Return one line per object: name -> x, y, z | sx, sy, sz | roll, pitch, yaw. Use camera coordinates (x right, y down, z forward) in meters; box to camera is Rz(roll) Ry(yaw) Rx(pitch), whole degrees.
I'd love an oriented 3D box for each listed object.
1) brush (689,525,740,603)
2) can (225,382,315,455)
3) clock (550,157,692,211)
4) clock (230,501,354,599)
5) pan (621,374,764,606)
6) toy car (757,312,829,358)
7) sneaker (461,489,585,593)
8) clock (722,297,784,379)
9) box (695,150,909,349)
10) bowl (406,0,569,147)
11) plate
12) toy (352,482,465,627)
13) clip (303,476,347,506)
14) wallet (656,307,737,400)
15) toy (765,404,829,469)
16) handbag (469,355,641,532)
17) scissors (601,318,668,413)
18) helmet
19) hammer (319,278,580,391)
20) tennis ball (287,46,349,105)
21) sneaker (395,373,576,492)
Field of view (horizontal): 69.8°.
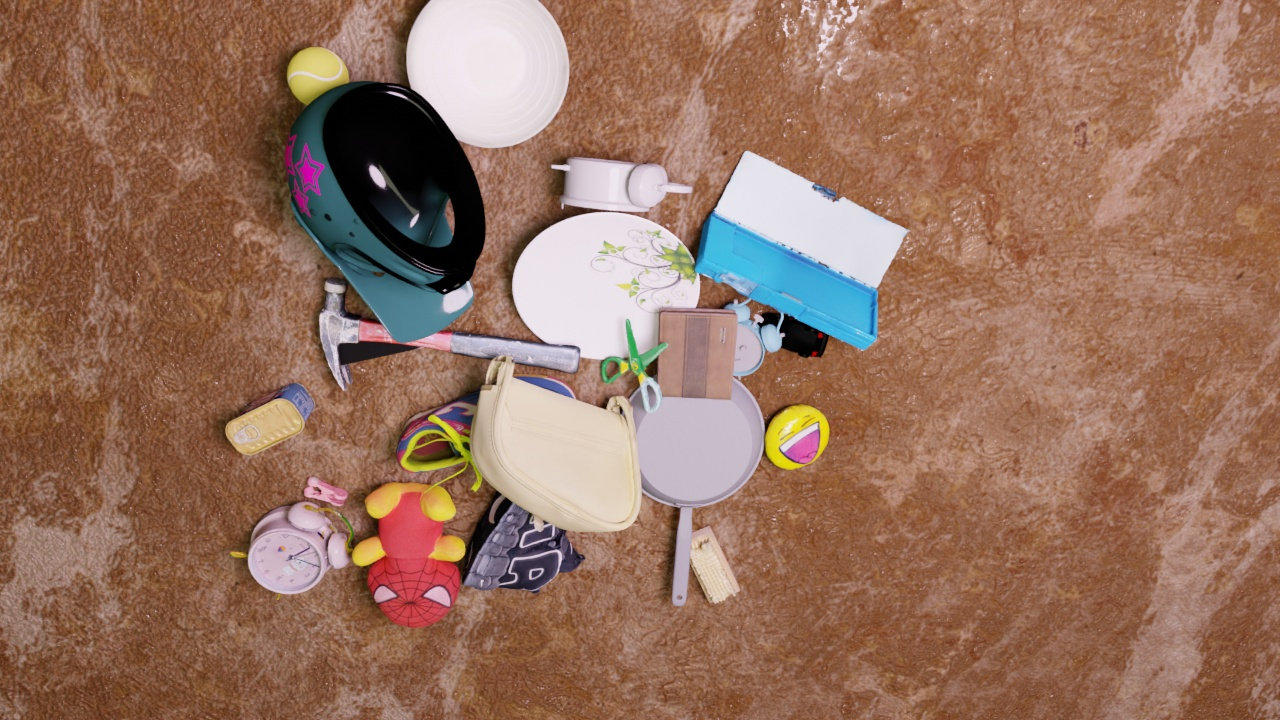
brush -> 0.102, 0.300, 1.325 | 0.049, 0.039, 0.117 | -23, 109, 6
can -> -0.475, 0.074, 1.182 | 0.100, 0.059, 0.054 | -25, 112, 6
clock -> -0.020, -0.200, 1.064 | 0.159, 0.119, 0.061 | 7, 104, 4
clock -> -0.465, 0.255, 1.260 | 0.158, 0.058, 0.117 | -30, 112, 8
pan -> 0.065, 0.183, 1.250 | 0.200, 0.050, 0.357 | 2, 103, -4
toy car -> 0.197, -0.035, 1.190 | 0.092, 0.036, 0.042 | 19, 115, 14
sneaker -> -0.131, 0.228, 1.255 | 0.150, 0.097, 0.253 | 24, 111, -19
clock -> 0.135, -0.032, 1.168 | 0.087, 0.041, 0.123 | 36, 123, 2
box -> 0.196, -0.132, 1.144 | 0.243, 0.070, 0.170 | 23, 77, -13
bowl -> -0.168, -0.332, 1.028 | 0.176, 0.057, 0.177 | -1, 113, -3
plate -> -0.042, -0.095, 1.137 | 0.229, 0.030, 0.230 | -1, 133, -1
toy -> -0.310, 0.268, 1.255 | 0.147, 0.098, 0.216 | 7, 112, 5
clip -> -0.433, 0.183, 1.253 | 0.044, 0.023, 0.060 | -42, 108, 18
wallet -> 0.070, -0.007, 1.158 | 0.098, 0.026, 0.121 | 3, 112, 1
toy -> 0.212, 0.104, 1.246 | 0.095, 0.041, 0.094 | -31, 114, -5
handbag -> -0.107, 0.113, 1.148 | 0.232, 0.089, 0.190 | 22, 67, -30
scissors -> -0.003, 0.012, 1.166 | 0.126, 0.011, 0.130 | -33, 85, 43
helmet -> -0.277, -0.164, 1.017 | 0.176, 0.201, 0.275 | -33, 97, -29
hammer -> -0.240, -0.014, 1.164 | 0.326, 0.036, 0.141 | 8, 111, -3
tennis ball -> -0.358, -0.314, 1.020 | 0.065, 0.065, 0.065 | -1, 113, -3
sneaker -> -0.198, 0.094, 1.191 | 0.242, 0.091, 0.116 | -19, 110, 4
